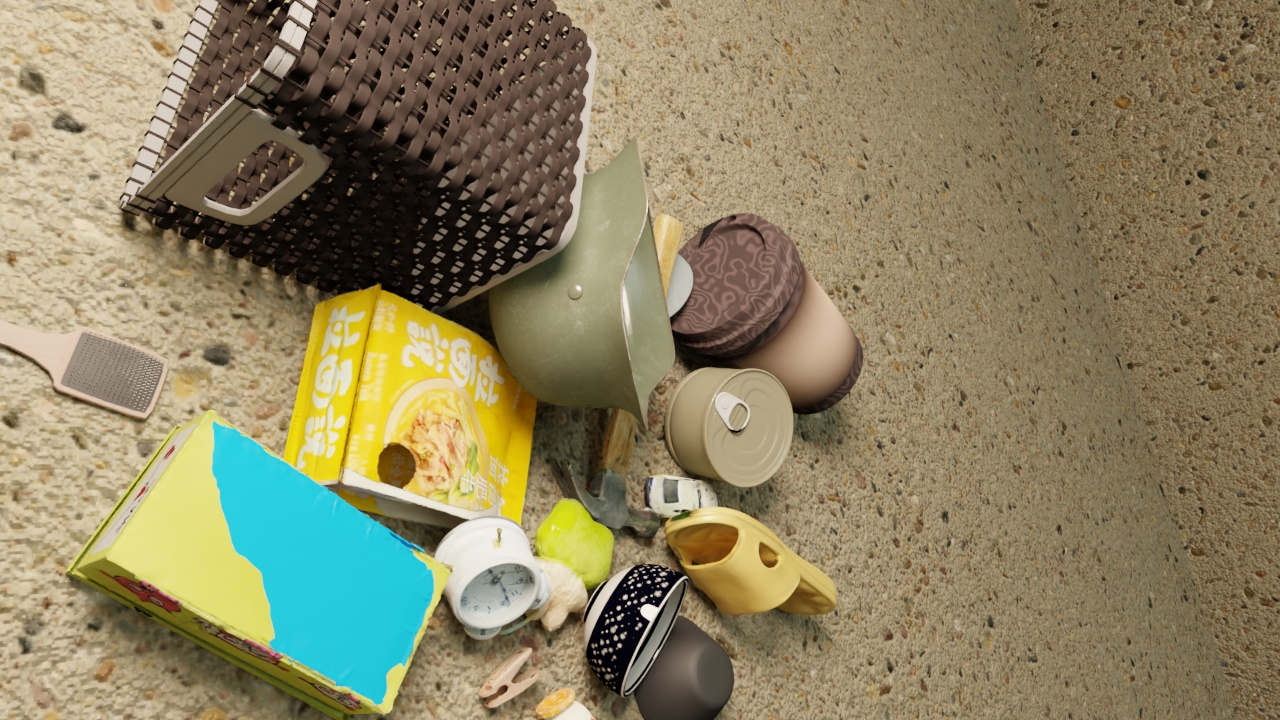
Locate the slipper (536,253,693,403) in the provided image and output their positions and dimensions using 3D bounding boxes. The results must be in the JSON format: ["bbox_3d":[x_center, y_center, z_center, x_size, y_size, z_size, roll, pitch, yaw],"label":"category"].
[{"bbox_3d":[-0.051,-0.048,0.966,0.267,0.055,0.098,-37,98,-37],"label":"slipper"}]

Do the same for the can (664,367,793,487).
[{"bbox_3d":[0.097,0.071,1.009,0.127,0.073,0.128,-2,94,-36],"label":"can"}]

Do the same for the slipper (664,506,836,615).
[{"bbox_3d":[0.118,0.234,0.973,0.263,0.100,0.078,36,52,-36],"label":"slipper"}]

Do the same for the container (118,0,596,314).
[{"bbox_3d":[-0.203,-0.198,0.720,0.243,0.248,0.245,29,53,-39],"label":"container"}]

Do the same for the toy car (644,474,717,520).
[{"bbox_3d":[0.048,0.148,0.986,0.105,0.033,0.048,14,61,-43],"label":"toy car"}]

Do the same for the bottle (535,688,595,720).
[{"bbox_3d":[-0.049,0.334,0.777,0.063,0.063,0.109,-29,94,-49],"label":"bottle"}]

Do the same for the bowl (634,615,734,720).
[{"bbox_3d":[0.055,0.311,0.904,0.124,0.053,0.124,21,58,-39],"label":"bowl"}]

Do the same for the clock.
[{"bbox_3d":[-0.120,0.183,0.756,0.083,0.057,0.118,-31,129,-11],"label":"clock"}]

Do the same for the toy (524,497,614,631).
[{"bbox_3d":[-0.069,0.189,0.836,0.092,0.043,0.117,50,50,-33],"label":"toy"}]

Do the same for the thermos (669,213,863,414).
[{"bbox_3d":[0.153,-0.043,1.089,0.226,0.173,0.172,38,48,-37],"label":"thermos"}]

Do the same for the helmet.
[{"bbox_3d":[-0.056,-0.056,0.813,0.227,0.154,0.267,76,4,-58],"label":"helmet"}]

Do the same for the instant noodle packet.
[{"bbox_3d":[-0.170,0.053,0.774,0.221,0.084,0.162,28,56,-45],"label":"instant noodle packet"}]

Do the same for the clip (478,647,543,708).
[{"bbox_3d":[-0.113,0.261,0.772,0.060,0.025,0.045,-22,89,-45],"label":"clip"}]

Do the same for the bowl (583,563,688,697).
[{"bbox_3d":[-0.013,0.236,0.838,0.066,0.120,0.119,26,40,18],"label":"bowl"}]

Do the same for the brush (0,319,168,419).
[{"bbox_3d":[-0.386,-0.006,0.610,0.135,0.015,0.049,29,53,-35],"label":"brush"}]

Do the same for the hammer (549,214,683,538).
[{"bbox_3d":[-0.006,0.005,0.937,0.132,0.033,0.330,23,72,-35],"label":"hammer"}]

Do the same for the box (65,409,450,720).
[{"bbox_3d":[-0.252,0.148,0.640,0.221,0.079,0.124,43,48,-29],"label":"box"}]
